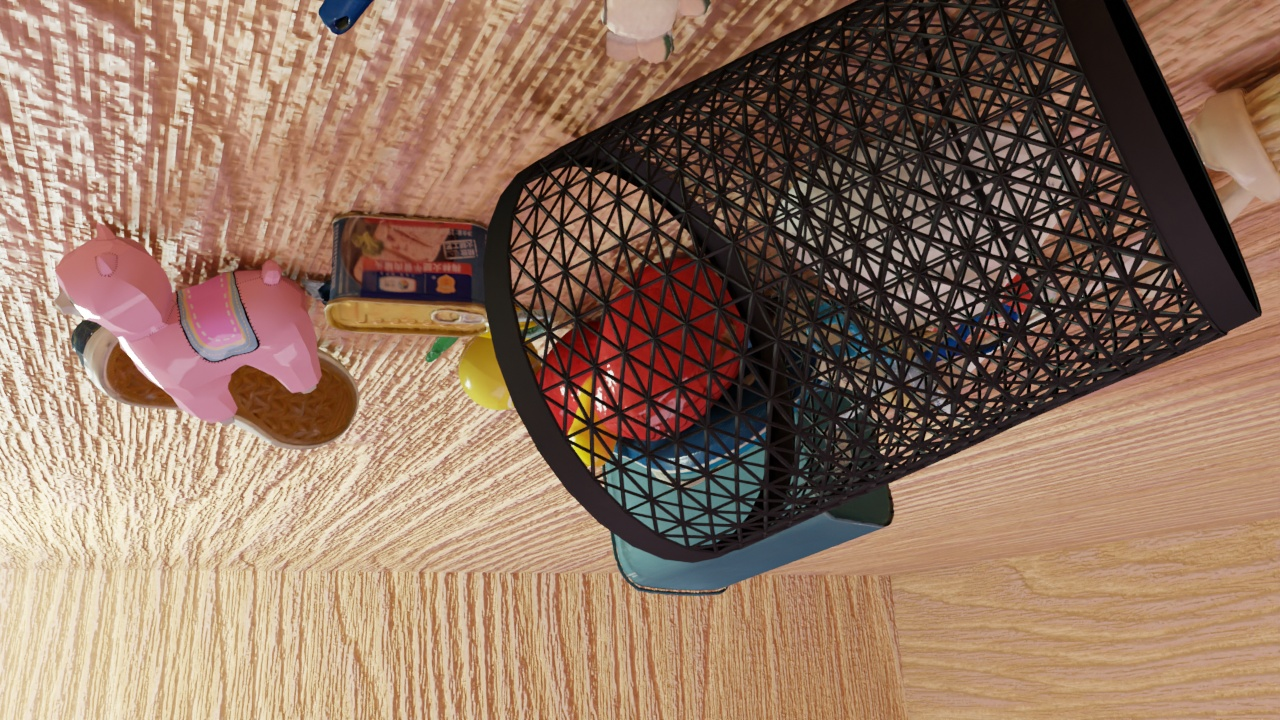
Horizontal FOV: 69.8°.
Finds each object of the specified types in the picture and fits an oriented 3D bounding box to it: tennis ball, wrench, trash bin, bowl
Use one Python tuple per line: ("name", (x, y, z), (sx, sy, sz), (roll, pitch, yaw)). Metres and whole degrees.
("tennis ball", (-0.111, 0.007, 0.728), (0.065, 0.065, 0.065), (-2, 162, -1))
("wrench", (0.296, -0.032, 0.682), (0.047, 0.009, 0.274), (-45, 172, -13))
("trash bin", (0.096, -0.048, 0.395), (0.244, 0.216, 0.216), (-25, 152, 35))
("trash bin", (0.108, 0.115, 0.911), (0.219, 0.196, 0.199), (-24, 153, 35))
("bowl", (0.173, -0.064, 0.548), (0.177, 0.070, 0.177), (-3, 161, -1))

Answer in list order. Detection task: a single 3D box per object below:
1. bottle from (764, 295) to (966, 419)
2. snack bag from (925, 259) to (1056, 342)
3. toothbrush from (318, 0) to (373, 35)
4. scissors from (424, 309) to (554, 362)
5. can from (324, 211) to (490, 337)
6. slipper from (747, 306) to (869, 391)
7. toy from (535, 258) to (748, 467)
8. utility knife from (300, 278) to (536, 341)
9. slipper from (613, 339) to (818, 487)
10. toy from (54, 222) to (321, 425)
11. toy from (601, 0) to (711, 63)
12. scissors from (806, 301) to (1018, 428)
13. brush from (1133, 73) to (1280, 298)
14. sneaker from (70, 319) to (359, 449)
("bottle", (0.142, -0.010, 0.634), (0.056, 0.056, 0.162), (13, -173, -39))
("snack bag", (0.227, -0.035, 0.660), (0.115, 0.036, 0.077), (-13, 165, -13))
("toothbrush", (-0.064, -0.162, 0.305), (0.016, 0.017, 0.190), (13, 156, -38))
("scissors", (-0.119, -0.030, 0.657), (0.127, 0.011, 0.126), (15, 141, -32))
("can", (-0.139, -0.051, 0.562), (0.099, 0.059, 0.054), (3, 161, -14))
("slipper", (0.143, -0.003, 0.749), (0.214, 0.059, 0.104), (-3, 164, 6))
("toy", (-0.004, 0.004, 0.655), (0.098, 0.147, 0.217), (34, 151, -15))
("utility knife", (-0.156, -0.038, 0.662), (0.174, 0.020, 0.029), (9, 138, -29))
("slipper", (0.045, 0.050, 0.693), (0.060, 0.118, 0.295), (48, 161, -12))
("toy", (-0.284, -0.028, 0.591), (0.123, 0.067, 0.158), (-23, 142, -7))
("toy", (0.014, -0.150, 0.301), (0.087, 0.050, 0.112), (5, 164, -21))
("scissors", (0.158, 0.000, 0.538), (0.133, 0.014, 0.127), (-37, 113, 29))
("brush", (0.336, -0.087, 0.541), (0.077, 0.062, 0.272), (-2, 166, 16))
("sneaker", (-0.324, 0.008, 0.720), (0.079, 0.087, 0.235), (23, 178, 32))
